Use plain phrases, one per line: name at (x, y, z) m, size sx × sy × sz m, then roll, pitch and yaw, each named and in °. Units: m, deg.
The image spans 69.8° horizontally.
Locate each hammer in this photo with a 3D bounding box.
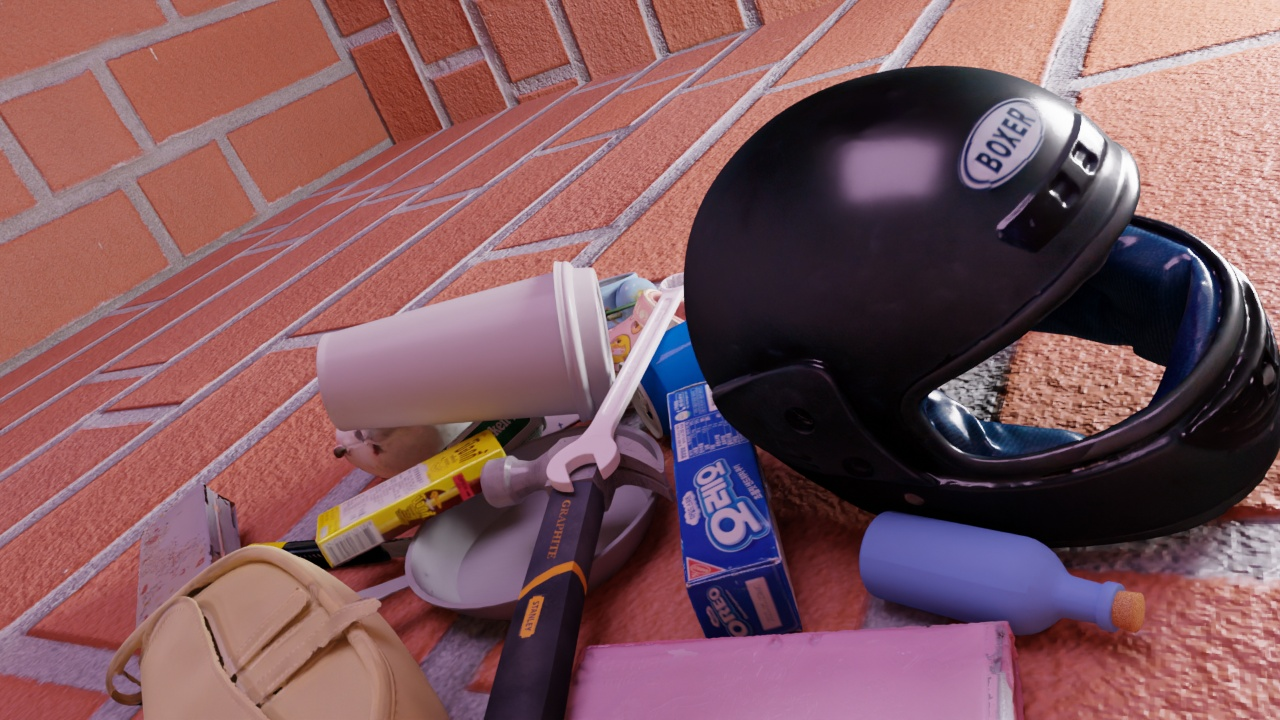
hammer at (-0.058, 0.145, 0.517) m, size 0.139 × 0.035 × 0.311 m, roll -13°, pitch 28°, yaw 16°

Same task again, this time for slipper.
slipper at (0.024, -0.024, 0.817) m, size 0.197 × 0.081 × 0.093 m, roll -19°, pitch 33°, yaw 2°

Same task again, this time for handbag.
handbag at (-0.211, 0.198, 0.510) m, size 0.190 × 0.088 × 0.233 m, roll -36°, pitch 42°, yaw -9°

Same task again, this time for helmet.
helmet at (0.167, -0.043, 0.520) m, size 0.317 × 0.236 × 0.248 m, roll 11°, pitch 51°, yaw 48°

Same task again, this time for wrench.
wrench at (-0.004, 0.004, 0.682) m, size 0.047 × 0.009 × 0.272 m, roll -7°, pitch 31°, yaw 24°

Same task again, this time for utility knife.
utility knife at (-0.250, 0.159, 0.758) m, size 0.214 × 0.029 × 0.020 m, roll -9°, pitch 34°, yaw 27°

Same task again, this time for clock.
clock at (-0.039, -0.045, 0.912) m, size 0.118 × 0.060 × 0.162 m, roll -20°, pitch 9°, yaw -13°

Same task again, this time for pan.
pan at (-0.141, 0.149, 0.650) m, size 0.356 × 0.051 × 0.201 m, roll -28°, pitch 24°, yaw -10°

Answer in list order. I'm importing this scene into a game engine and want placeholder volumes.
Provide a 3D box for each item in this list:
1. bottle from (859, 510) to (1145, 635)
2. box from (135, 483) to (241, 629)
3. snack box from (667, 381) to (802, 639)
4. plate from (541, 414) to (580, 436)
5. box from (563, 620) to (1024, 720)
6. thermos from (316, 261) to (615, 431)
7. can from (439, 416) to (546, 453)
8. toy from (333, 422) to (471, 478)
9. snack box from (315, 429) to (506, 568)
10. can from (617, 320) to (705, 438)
bottle at (0.176, 0.109, 0.454) m, size 0.131 × 0.048 × 0.047 m, roll 4°, pitch 36°, yaw 46°
box at (-0.381, 0.177, 0.785) m, size 0.081 × 0.063 × 0.216 m, roll -52°, pitch 30°, yaw -7°
snack box at (0.054, 0.087, 0.598) m, size 0.059 × 0.059 × 0.226 m, roll -17°, pitch 25°, yaw 6°
plate at (-0.099, 0.035, 0.892) m, size 0.157 × 0.014 × 0.156 m, roll -19°, pitch 24°, yaw 9°
box at (0.060, 0.172, 0.443) m, size 0.233 × 0.037 × 0.097 m, roll -11°, pitch 28°, yaw 27°
thermos at (-0.137, -0.001, 0.741) m, size 0.222 × 0.132 × 0.131 m, roll -10°, pitch 25°, yaw 1°
can at (-0.129, 0.075, 0.784) m, size 0.053 × 0.053 × 0.100 m, roll 4°, pitch 39°, yaw 46°
toy at (-0.204, 0.045, 0.871) m, size 0.139 × 0.101 × 0.179 m, roll -26°, pitch 13°, yaw 22°
snack box at (-0.172, 0.103, 0.700) m, size 0.148 × 0.025 × 0.061 m, roll -27°, pitch 18°, yaw -11°
can at (0.062, -0.001, 0.744) m, size 0.146 × 0.079 × 0.079 m, roll -28°, pitch 25°, yaw -10°
